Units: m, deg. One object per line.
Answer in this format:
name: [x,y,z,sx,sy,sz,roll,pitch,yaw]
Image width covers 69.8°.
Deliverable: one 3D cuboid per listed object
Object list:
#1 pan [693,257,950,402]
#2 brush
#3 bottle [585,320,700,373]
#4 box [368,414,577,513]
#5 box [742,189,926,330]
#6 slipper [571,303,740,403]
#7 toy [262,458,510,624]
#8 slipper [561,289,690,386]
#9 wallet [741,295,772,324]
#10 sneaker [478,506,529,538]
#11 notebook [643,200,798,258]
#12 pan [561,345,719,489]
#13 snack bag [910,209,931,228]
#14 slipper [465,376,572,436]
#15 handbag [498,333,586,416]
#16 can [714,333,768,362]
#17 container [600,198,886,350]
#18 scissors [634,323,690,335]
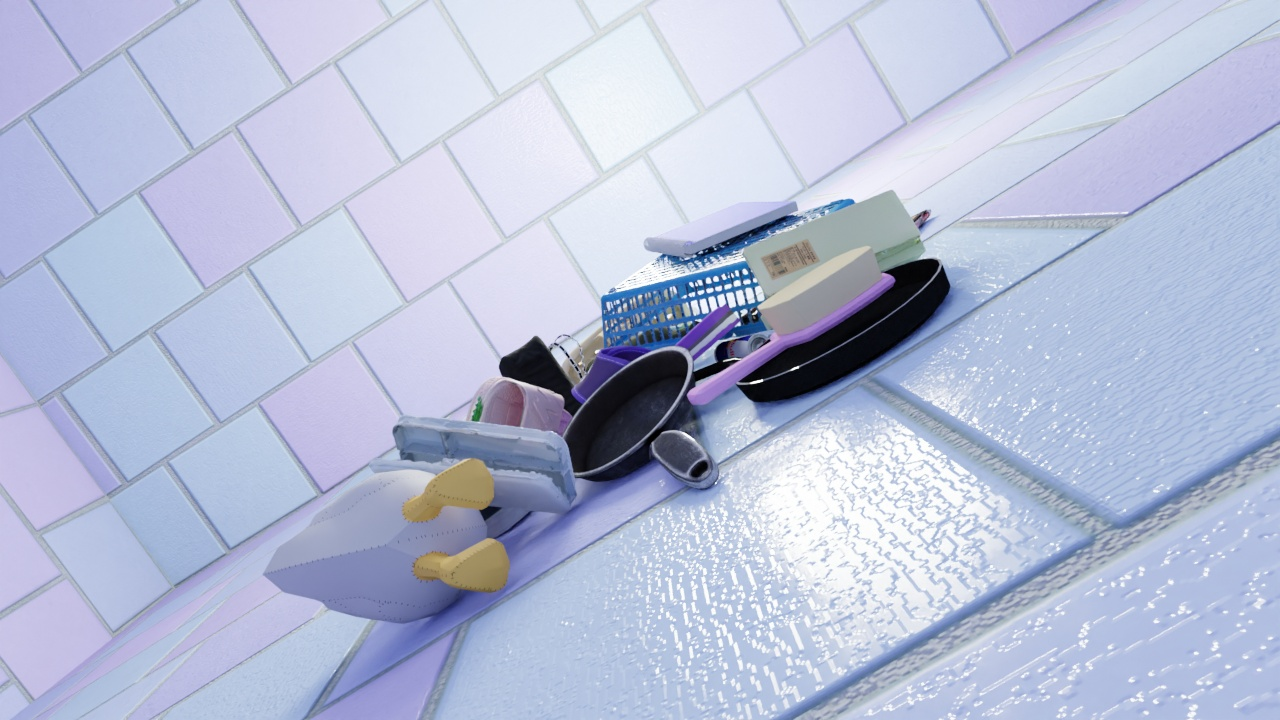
pan: [0.153,-0.011,0.939,0.358,0.034,0.224,-24,11,48]
brush: [0.133,-0.034,0.859,0.228,0.043,0.089,-32,7,-15]
bottle: [0.011,-0.005,1.365,0.207,0.071,0.071,-27,9,37]
box: [-0.165,0.106,0.958,0.216,0.083,0.122,4,-24,16]
box: [0.215,-0.104,1.022,0.188,0.091,0.083,-21,-27,-5]
slipper: [-0.006,0.007,1.116,0.267,0.084,0.107,-41,-2,16]
toy: [-0.237,0.181,0.887,0.246,0.141,0.268,-3,-15,-44]
slipper: [-0.026,-0.013,1.519,0.262,0.111,0.079,-34,28,24]
wallet: [0.203,-0.088,1.302,0.123,0.019,0.072,-34,4,-14]
sneaker: [-0.222,0.175,1.085,0.236,0.087,0.089,-26,10,37]
notebook: [0.107,-0.191,1.317,0.171,0.022,0.209,-23,14,-10]
pan: [0.011,0.073,0.905,0.187,0.055,0.357,-44,22,-5]
snack bag: [0.329,-0.166,1.291,0.156,0.018,0.074,-26,10,45]
slipper: [-0.123,0.080,1.098,0.064,0.094,0.239,6,-11,23]
handbag: [-0.135,0.037,1.386,0.114,0.153,0.125,-39,4,-20]
can: [0.120,-0.011,1.089,0.032,0.032,0.095,-35,8,-20]
container: [0.127,-0.114,1.237,0.363,0.089,0.256,-11,19,38]
scissors: [0.071,-0.055,1.429,0.160,0.025,0.171,-3,4,38]
